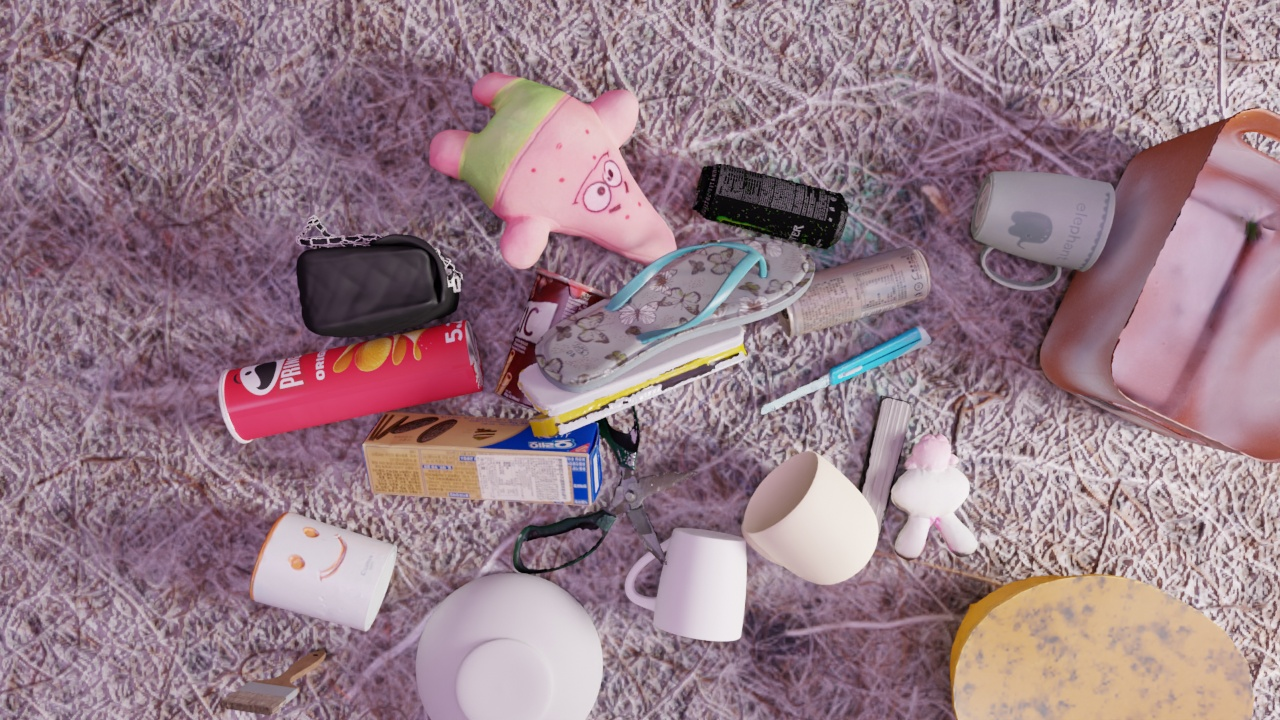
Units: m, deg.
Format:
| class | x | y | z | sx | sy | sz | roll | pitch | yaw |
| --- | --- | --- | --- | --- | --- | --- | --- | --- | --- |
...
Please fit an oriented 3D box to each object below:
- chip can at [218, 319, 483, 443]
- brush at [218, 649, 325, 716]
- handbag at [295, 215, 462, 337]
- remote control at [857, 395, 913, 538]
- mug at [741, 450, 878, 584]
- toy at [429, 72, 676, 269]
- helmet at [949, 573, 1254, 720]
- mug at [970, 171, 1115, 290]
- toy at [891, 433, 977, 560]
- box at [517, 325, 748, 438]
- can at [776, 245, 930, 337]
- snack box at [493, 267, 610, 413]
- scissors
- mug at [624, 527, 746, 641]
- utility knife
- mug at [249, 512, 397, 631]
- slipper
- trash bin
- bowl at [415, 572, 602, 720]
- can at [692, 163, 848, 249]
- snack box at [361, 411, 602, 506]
| class | x | y | z | sx | sy | sz | roll | pitch | yaw |
| --- | --- | --- | --- | --- | --- | --- | --- | --- | --- |
| chip can | -0.258 | 0.018 | 0.832 | 0.220 | 0.069 | 0.069 | -12 | 92 | -2 |
| brush | -0.308 | 0.278 | 0.803 | 0.045 | 0.143 | 0.008 | 6 | 90 | 6 |
| handbag | -0.221 | -0.080 | 0.791 | 0.125 | 0.154 | 0.114 | -8 | 89 | -7 |
| remote control | 0.230 | 0.103 | 0.878 | 0.033 | 0.013 | 0.136 | 13 | 90 | -3 |
| mug | 0.155 | 0.156 | 0.843 | 0.100 | 0.096 | 0.120 | 42 | 128 | -12 |
| toy | -0.062 | -0.158 | 0.819 | 0.236 | 0.097 | 0.192 | 35 | 79 | -14 |
| helmet | 0.385 | 0.281 | 0.830 | 0.255 | 0.131 | 0.205 | 13 | 92 | -3 |
| mug | 0.361 | -0.118 | 0.846 | 0.104 | 0.084 | 0.111 | 12 | 120 | 8 |
| toy | 0.276 | 0.130 | 0.869 | 0.079 | 0.038 | 0.122 | -3 | 97 | 1 |
| box | -0.002 | 0.011 | 0.807 | 0.209 | 0.067 | 0.070 | -20 | 114 | -23 |
| can | 0.195 | -0.064 | 0.850 | 0.135 | 0.054 | 0.054 | -16 | 92 | -1 |
| snack box | -0.081 | -0.016 | 0.835 | 0.072 | 0.072 | 0.121 | 20 | 92 | -3 |
| scissors | -0.051 | 0.113 | 0.856 | 0.204 | 0.015 | 0.201 | -30 | 75 | 13 |
| mug | 0.042 | 0.201 | 0.849 | 0.114 | 0.081 | 0.087 | 7 | 86 | 18 |
| utility knife | 0.194 | 0.013 | 0.874 | 0.176 | 0.015 | 0.022 | -27 | 118 | 1 |
| mug | -0.285 | 0.192 | 0.831 | 0.105 | 0.082 | 0.082 | 18 | 91 | -4 |
| slipper | 0.030 | -0.060 | 0.792 | 0.268 | 0.055 | 0.098 | -24 | 51 | -17 |
| trash bin | 0.499 | -0.064 | 0.809 | 0.181 | 0.157 | 0.260 | 24 | 92 | -3 |
| bowl | -0.123 | 0.291 | 0.847 | 0.176 | 0.066 | 0.176 | 0 | 92 | -2 |
| can | 0.120 | -0.142 | 0.844 | 0.137 | 0.054 | 0.054 | 14 | 92 | -2 |
| snack box | -0.139 | 0.087 | 0.824 | 0.207 | 0.057 | 0.056 | 2 | 117 | 7 |
